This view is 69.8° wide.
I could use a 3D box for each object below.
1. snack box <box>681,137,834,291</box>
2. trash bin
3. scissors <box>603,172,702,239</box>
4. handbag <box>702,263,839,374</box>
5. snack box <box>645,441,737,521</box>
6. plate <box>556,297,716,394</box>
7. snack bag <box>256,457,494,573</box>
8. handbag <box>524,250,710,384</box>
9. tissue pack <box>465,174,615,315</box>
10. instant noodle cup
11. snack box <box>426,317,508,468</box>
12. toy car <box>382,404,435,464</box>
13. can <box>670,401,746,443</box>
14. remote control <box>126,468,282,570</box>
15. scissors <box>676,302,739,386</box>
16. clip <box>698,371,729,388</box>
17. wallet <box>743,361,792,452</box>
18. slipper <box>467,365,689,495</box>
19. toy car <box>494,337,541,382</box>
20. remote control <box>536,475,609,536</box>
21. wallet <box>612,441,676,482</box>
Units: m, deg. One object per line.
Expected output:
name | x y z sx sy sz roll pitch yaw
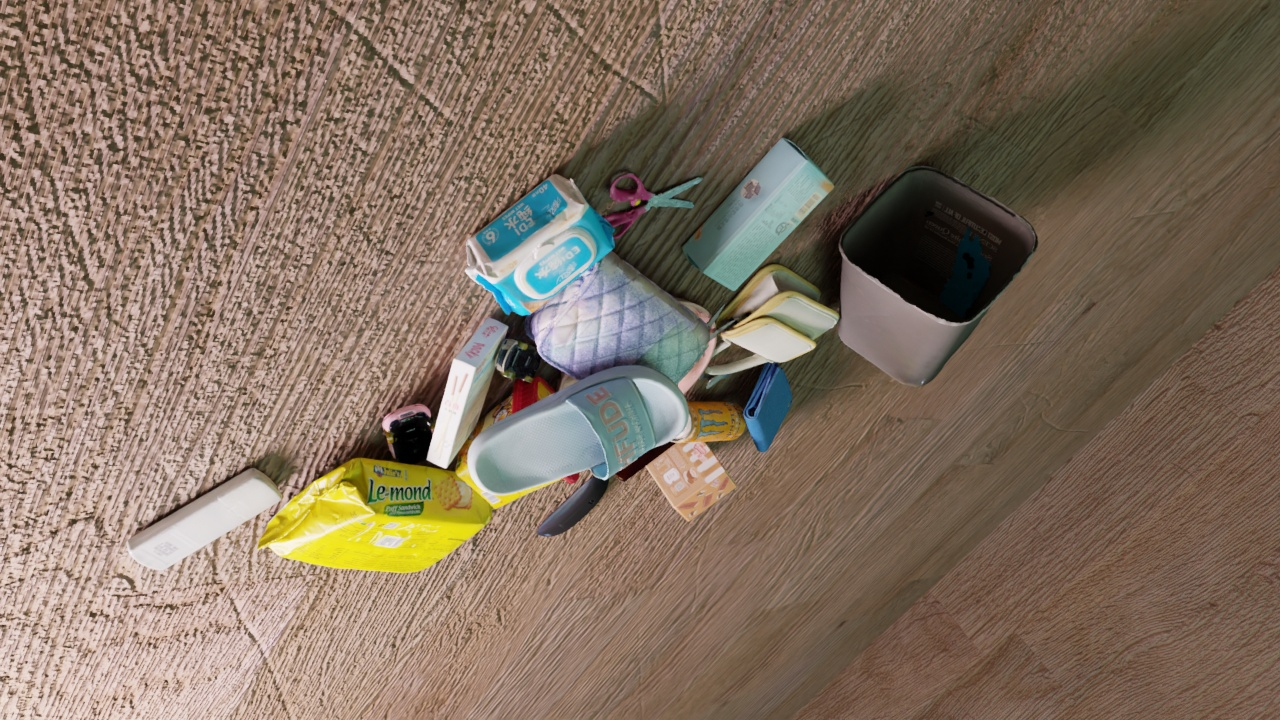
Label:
snack box | 0.134 -0.164 1.049 0.175 0.051 0.074 -47 144 15
trash bin | 0.372 -0.098 1.216 0.198 0.199 0.220 -44 157 -18
scissors | 0.009 -0.162 0.975 0.135 0.017 0.105 -3 134 -46
handbag | 0.167 -0.034 1.242 0.179 0.063 0.163 -45 145 20
snack box | 0.075 0.171 1.378 0.094 0.092 0.077 -37 147 1
plate | -0.007 0.007 1.159 0.229 0.028 0.230 -23 145 -17
snack bag | -0.294 0.187 1.067 0.158 0.068 0.246 -37 149 22
handbag | -0.026 -0.035 1.013 0.134 0.075 0.193 -47 131 11
tissue pack | -0.097 -0.109 0.899 0.140 0.063 0.090 -37 147 2
instant noodle cup | -0.142 0.101 1.070 0.124 0.116 0.116 -32 121 16
snack box | -0.187 0.036 0.990 0.084 0.027 0.157 -63 177 -53
toy car | -0.257 0.082 1.022 0.056 0.037 0.123 -17 155 -17
can | 0.090 0.087 1.306 0.145 0.058 0.058 3 131 -53
remote control | -0.454 0.165 0.958 0.150 0.021 0.058 -31 147 -9
scissors | 0.049 -0.001 1.165 0.159 0.014 0.174 -17 141 -29
clip | 0.107 0.021 1.288 0.056 0.029 0.024 -18 145 -37
wallet | 0.189 0.067 1.366 0.106 0.040 0.133 -63 156 -18
slipper | -0.062 0.080 0.972 0.245 0.074 0.104 -19 115 -13
toy car | -0.135 -0.002 1.001 0.090 0.035 0.042 20 91 -76
remote control | -0.096 0.219 1.347 0.136 0.024 0.053 -44 145 13
wallet | 0.000 0.122 1.319 0.122 0.020 0.096 -39 142 7
